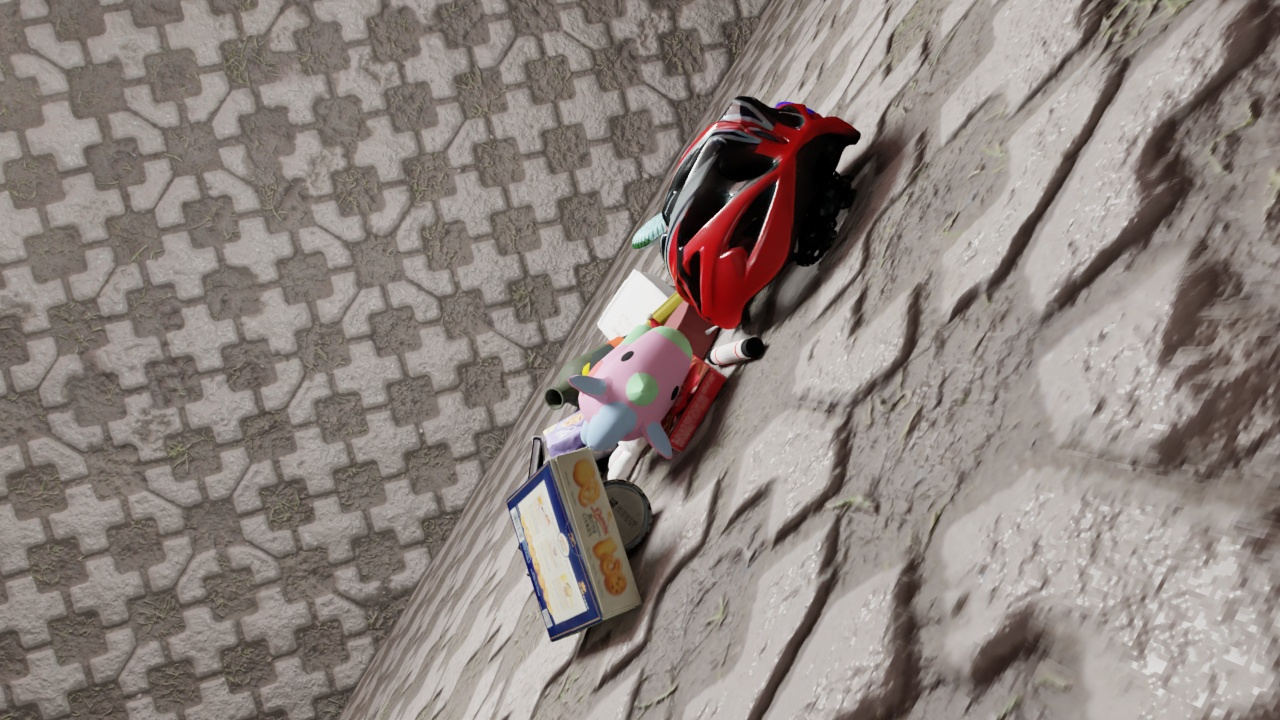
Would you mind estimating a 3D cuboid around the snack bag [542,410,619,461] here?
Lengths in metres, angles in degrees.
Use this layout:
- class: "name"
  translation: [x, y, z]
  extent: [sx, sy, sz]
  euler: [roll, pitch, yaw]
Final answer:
- class: "snack bag"
  translation: [-0.079, 0.109, 1.262]
  extent: [0.096, 0.058, 0.205]
  euler: [-29, 7, -5]

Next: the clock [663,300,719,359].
- class: "clock"
  translation: [0.046, -0.016, 1.103]
  extent: [0.138, 0.048, 0.096]
  euler: [-54, 10, 28]

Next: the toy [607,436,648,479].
- class: "toy"
  translation: [-0.009, 0.085, 1.087]
  extent: [0.076, 0.037, 0.125]
  euler: [-127, 55, -76]

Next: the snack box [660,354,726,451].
- class: "snack box"
  translation: [0.049, 0.042, 0.976]
  extent: [0.089, 0.021, 0.133]
  euler: [-59, 8, 3]

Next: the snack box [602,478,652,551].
- class: "snack box"
  translation: [-0.041, 0.160, 0.912]
  extent: [0.072, 0.072, 0.122]
  euler: [-62, 10, -22]

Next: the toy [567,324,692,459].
- class: "toy"
  translation: [-0.018, 0.043, 0.945]
  extent: [0.223, 0.120, 0.170]
  euler: [-48, 5, 49]

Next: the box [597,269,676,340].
- class: "box"
  translation: [0.025, -0.061, 1.323]
  extent: [0.110, 0.103, 0.130]
  euler: [-54, -27, 19]

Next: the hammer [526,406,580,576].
- class: "hammer"
  translation: [-0.112, 0.170, 1.348]
  extent: [0.015, 0.095, 0.324]
  euler: [-48, 22, 51]

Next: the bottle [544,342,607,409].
- class: "bottle"
  translation: [-0.067, 0.024, 1.300]
  extent: [0.072, 0.071, 0.206]
  euler: [-54, -12, 30]

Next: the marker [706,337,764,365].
- class: "marker"
  translation: [0.090, -0.007, 0.922]
  extent: [0.019, 0.019, 0.146]
  euler: [-60, 9, -10]

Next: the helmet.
- class: "helmet"
  translation: [0.109, -0.146, 0.919]
  extent: [0.217, 0.167, 0.272]
  euler: [-58, -4, -22]

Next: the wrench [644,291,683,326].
- class: "wrench"
  translation: [0.082, -0.108, 1.179]
  extent: [0.274, 0.018, 0.083]
  euler: [-41, 15, 33]

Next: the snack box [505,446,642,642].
- class: "snack box"
  translation: [-0.065, 0.169, 0.827]
  extent: [0.042, 0.144, 0.145]
  euler: [-12, -17, -29]

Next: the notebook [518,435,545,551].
- class: "notebook"
  translation: [-0.154, 0.196, 1.304]
  extent: [0.207, 0.016, 0.149]
  euler: [110, 166, -76]

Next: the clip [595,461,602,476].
- class: "clip"
  translation: [-0.067, 0.153, 1.250]
  extent: [0.047, 0.023, 0.076]
  euler: [-60, 7, -1]

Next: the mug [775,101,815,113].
- class: "mug"
  translation: [0.160, -0.251, 1.080]
  extent: [0.083, 0.111, 0.079]
  euler: [-59, -23, -5]

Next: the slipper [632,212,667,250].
- class: "slipper"
  translation: [0.114, -0.200, 1.159]
  extent: [0.275, 0.069, 0.116]
  euler: [-34, 8, -19]

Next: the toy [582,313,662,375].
- class: "toy"
  translation: [-0.007, 0.007, 1.199]
  extent: [0.119, 0.097, 0.100]
  euler: [-37, -7, -9]
